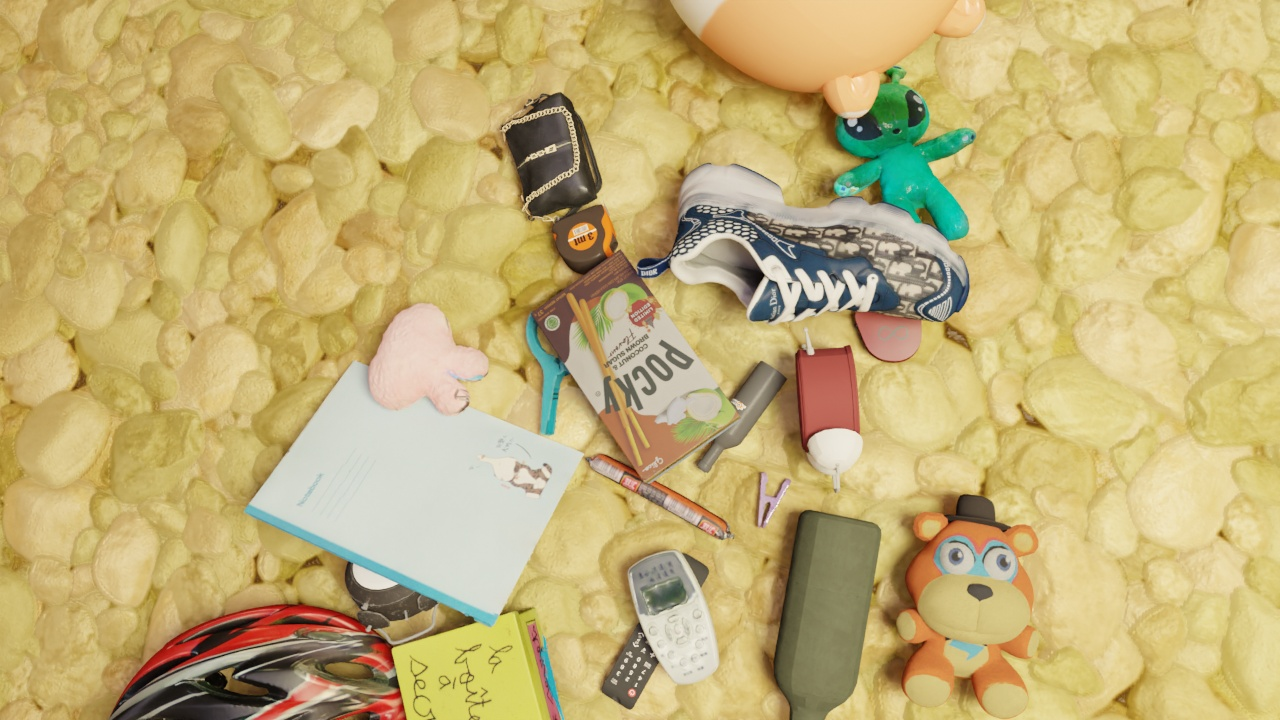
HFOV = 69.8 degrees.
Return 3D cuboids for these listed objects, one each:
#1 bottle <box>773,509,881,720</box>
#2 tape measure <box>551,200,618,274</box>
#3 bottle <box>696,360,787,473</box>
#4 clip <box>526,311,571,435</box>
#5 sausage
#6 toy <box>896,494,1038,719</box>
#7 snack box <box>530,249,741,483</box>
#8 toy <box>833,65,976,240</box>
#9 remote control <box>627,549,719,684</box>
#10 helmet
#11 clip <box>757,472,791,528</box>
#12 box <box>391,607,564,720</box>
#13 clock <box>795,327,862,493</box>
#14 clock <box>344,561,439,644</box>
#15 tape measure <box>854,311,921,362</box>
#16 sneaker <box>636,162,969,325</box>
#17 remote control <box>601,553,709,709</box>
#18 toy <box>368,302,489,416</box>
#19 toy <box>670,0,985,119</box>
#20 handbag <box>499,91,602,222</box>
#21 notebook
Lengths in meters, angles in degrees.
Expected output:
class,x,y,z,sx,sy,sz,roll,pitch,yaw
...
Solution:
class,x,y,z,sx,sy,sz,roll,pitch,yaw
bottle,0.153,0.235,0.779,0.071,0.071,0.206,10,83,9
tape measure,-0.049,-0.112,0.877,0.058,0.038,0.058,-24,66,4
bottle,0.088,0.054,0.835,0.030,0.030,0.113,36,88,11
clip,-0.065,0.002,0.868,0.103,0.027,0.120,-23,80,2
sausage,0.018,0.123,0.840,0.155,0.020,0.020,27,86,11
toy,0.271,0.200,0.762,0.112,0.096,0.175,4,71,9
snack box,-0.005,0.005,0.825,0.101,0.031,0.186,-36,77,3
toy,0.231,-0.185,0.833,0.131,0.072,0.193,-17,71,4
remote control,0.030,0.224,0.802,0.060,0.028,0.114,-21,79,4
helmet,-0.334,0.329,0.804,0.272,0.167,0.217,-11,84,-6
clip,0.121,0.125,0.829,0.045,0.014,0.051,-10,78,4
box,-0.127,0.338,0.802,0.124,0.080,0.221,-16,81,6
clock,0.162,0.045,0.792,0.048,0.096,0.137,-4,78,8
clock,-0.220,0.191,0.829,0.091,0.044,0.122,-21,43,-6
tape measure,0.224,-0.024,0.832,0.059,0.019,0.051,1,84,15
sneaker,0.136,-0.073,0.782,0.269,0.103,0.132,20,53,16
remote control,0.013,0.244,0.826,0.033,0.015,0.146,29,87,11
toy,-0.201,0.005,0.872,0.105,0.053,0.108,26,72,2
toy,0.154,-0.357,0.769,0.263,0.265,0.280,-37,94,-1
handbag,-0.089,-0.195,0.891,0.079,0.054,0.128,-18,82,16
notebook,-0.204,0.113,0.840,0.253,0.009,0.180,21,59,11
